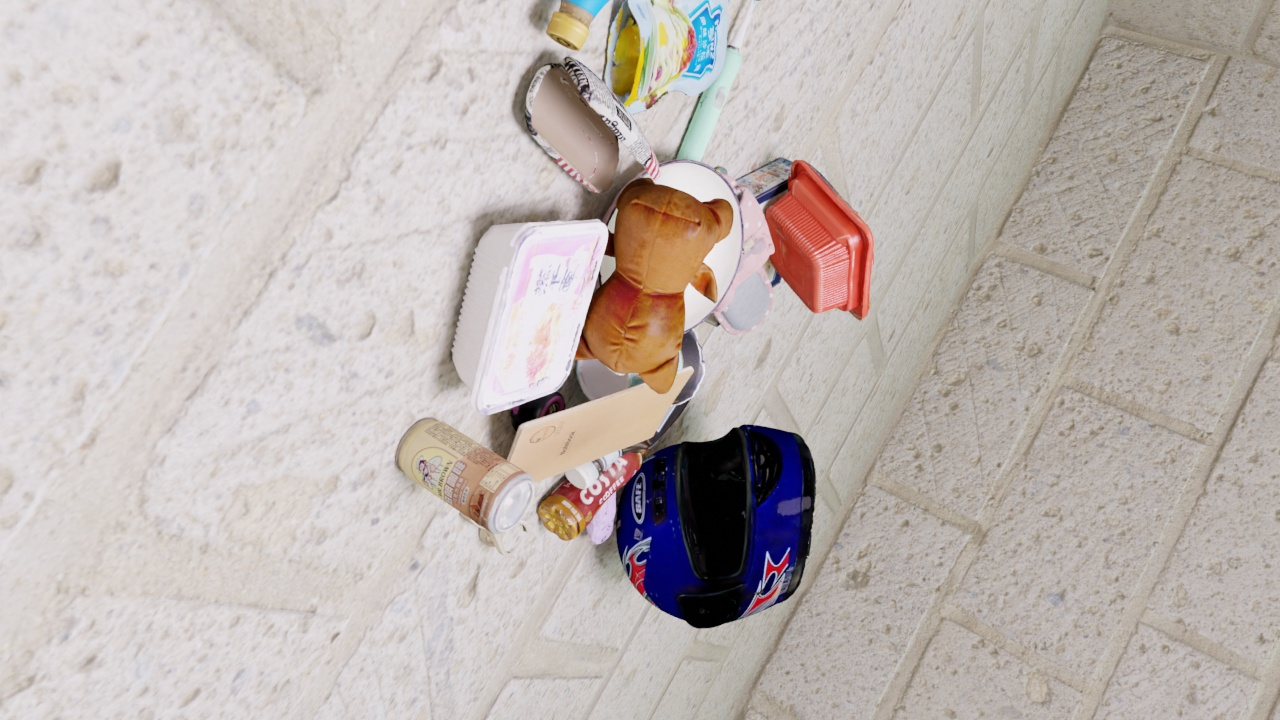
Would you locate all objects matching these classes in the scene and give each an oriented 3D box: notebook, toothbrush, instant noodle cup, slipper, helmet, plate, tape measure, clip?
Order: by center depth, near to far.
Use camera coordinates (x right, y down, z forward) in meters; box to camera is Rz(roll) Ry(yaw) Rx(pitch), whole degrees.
[{"bbox_3d":[-0.105,-0.048,0.811,0.137,0.060,0.174,-18,129,-57],"label":"instant noodle cup"},{"bbox_3d":[-0.106,0.052,0.937,0.057,0.039,0.057,-62,156,-14],"label":"tape measure"},{"bbox_3d":[-0.050,0.076,0.970,0.207,0.008,0.148,-18,154,-31],"label":"notebook"},{"bbox_3d":[0.026,-0.118,0.971,0.192,0.039,0.193,-16,118,-32],"label":"plate"},{"bbox_3d":[0.086,-0.297,0.978,0.026,0.027,0.224,15,102,-38],"label":"toothbrush"},{"bbox_3d":[-0.147,0.164,0.978,0.081,0.035,0.105,-45,142,-29],"label":"clip"},{"bbox_3d":[-0.006,0.006,1.024,0.120,0.111,0.111,-11,125,-50],"label":"instant noodle cup"},{"bbox_3d":[0.111,-0.115,1.099,0.114,0.054,0.274,-41,142,-9],"label":"slipper"},{"bbox_3d":[0.222,-0.140,1.165,0.079,0.164,0.189,-29,145,-8],"label":"instant noodle cup"},{"bbox_3d":[0.088,0.217,1.234,0.316,0.240,0.246,96,-7,-52],"label":"helmet"}]

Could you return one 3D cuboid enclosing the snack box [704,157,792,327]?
[{"bbox_3d":[0.146,-0.158,1.216,0.182,0.046,0.178,-34,143,-47],"label":"snack box"}]

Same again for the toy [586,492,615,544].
[{"bbox_3d":[-0.050,0.191,1.188,0.083,0.039,0.108,-66,163,-46],"label":"toy"}]

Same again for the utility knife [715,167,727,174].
[{"bbox_3d":[0.049,-0.151,1.076,0.198,0.021,0.031,-54,148,-10],"label":"utility knife"}]

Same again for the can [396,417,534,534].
[{"bbox_3d":[-0.152,0.099,0.798,0.058,0.116,0.059,-44,149,-35],"label":"can"}]

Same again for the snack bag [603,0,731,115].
[{"bbox_3d":[0.035,-0.299,0.868,0.190,0.039,0.110,-35,134,-48],"label":"snack bag"}]

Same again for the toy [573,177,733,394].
[{"bbox_3d":[0.004,-0.072,0.882,0.130,0.140,0.200,-36,143,-75],"label":"toy"}]

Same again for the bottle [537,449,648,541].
[{"bbox_3d":[-0.049,0.141,1.116,0.174,0.057,0.058,-44,150,-36],"label":"bottle"}]

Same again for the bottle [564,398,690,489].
[{"bbox_3d":[-0.017,0.079,1.099,0.194,0.080,0.044,-44,-167,-35],"label":"bottle"}]

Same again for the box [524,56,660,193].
[{"bbox_3d":[-0.029,-0.197,0.781,0.163,0.087,0.076,36,67,-62],"label":"box"}]

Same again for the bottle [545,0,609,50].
[{"bbox_3d":[-0.013,-0.342,0.694,0.219,0.065,0.065,-64,156,4],"label":"bottle"}]
